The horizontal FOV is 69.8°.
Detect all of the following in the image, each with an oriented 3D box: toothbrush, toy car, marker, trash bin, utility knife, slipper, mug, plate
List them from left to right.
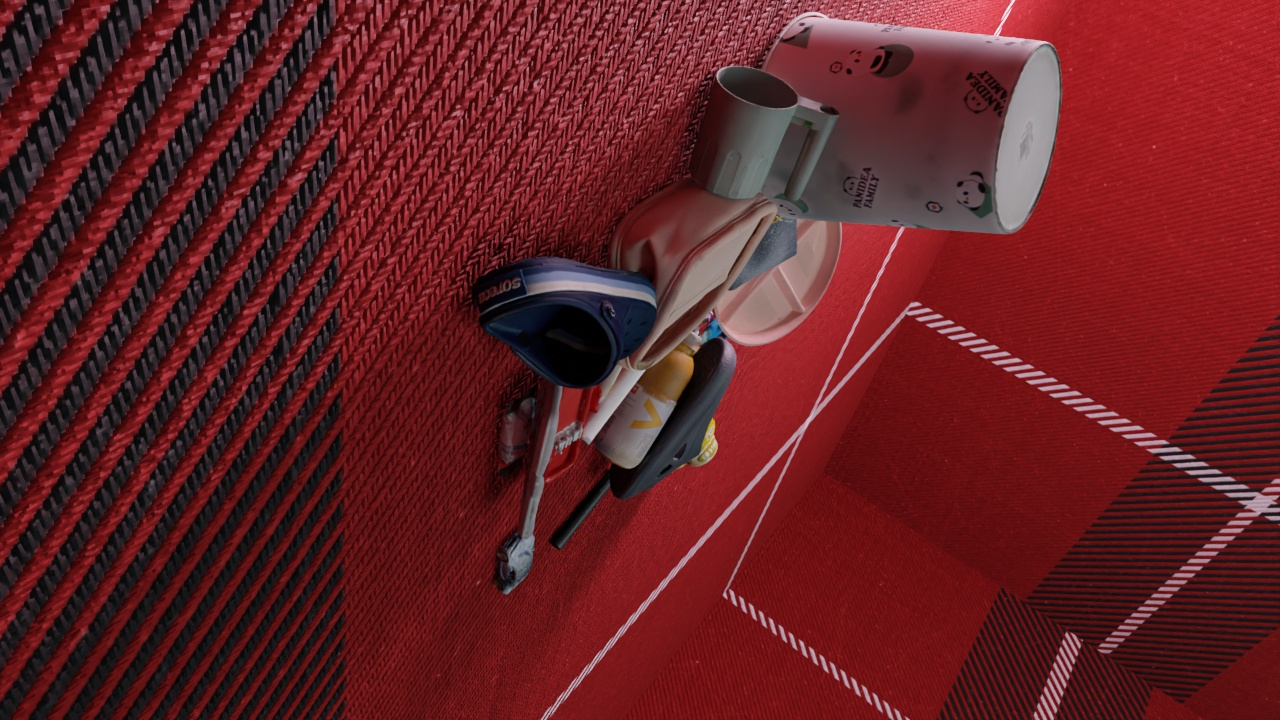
[{"bbox_3d":[-0.153,0.248,1.129,0.048,0.031,0.106,-41,155,-40],"label":"toy car"},{"bbox_3d":[-0.050,-0.026,0.792,0.105,0.095,0.252,-17,168,19],"label":"slipper"},{"bbox_3d":[-0.077,0.205,1.265,0.131,0.020,0.022,-50,171,-21],"label":"marker"},{"bbox_3d":[-0.007,-0.033,1.057,0.191,0.016,0.018,-62,169,13],"label":"toothbrush"},{"bbox_3d":[-0.007,0.006,1.104,0.220,0.026,0.027,-53,172,-11],"label":"toothbrush"},{"bbox_3d":[0.055,0.091,1.199,0.269,0.083,0.110,-53,-159,22],"label":"slipper"},{"bbox_3d":[0.067,0.004,1.291,0.029,0.021,0.190,-11,139,-26],"label":"toothbrush"},{"bbox_3d":[0.087,0.122,1.448,0.091,0.081,0.191,-50,163,-28],"label":"slipper"},{"bbox_3d":[0.104,-0.047,1.247,0.190,0.018,0.034,-38,153,-60],"label":"utility knife"},{"bbox_3d":[0.118,-0.217,0.903,0.083,0.124,0.104,-72,-179,-50],"label":"mug"},{"bbox_3d":[0.178,-0.127,1.223,0.229,0.028,0.230,-21,129,-29],"label":"plate"},{"bbox_3d":[0.281,-0.242,0.960,0.228,0.252,0.230,-25,122,-47],"label":"trash bin"}]

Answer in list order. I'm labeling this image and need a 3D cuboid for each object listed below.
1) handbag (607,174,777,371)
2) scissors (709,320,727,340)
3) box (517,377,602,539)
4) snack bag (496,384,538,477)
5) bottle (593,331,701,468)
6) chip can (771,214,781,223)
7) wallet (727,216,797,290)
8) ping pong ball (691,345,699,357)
[{"bbox_3d":[0.039,-0.077,0.983,0.192,0.093,0.235,-38,156,-41],"label":"handbag"},{"bbox_3d":[0.118,-0.028,1.381,0.176,0.012,0.162,-57,162,2],"label":"scissors"},{"bbox_3d":[-0.091,0.075,0.959,0.160,0.060,0.202,-61,171,-47],"label":"box"},{"bbox_3d":[-0.124,0.070,0.915,0.045,0.026,0.105,-34,149,-43],"label":"snack bag"},{"bbox_3d":[0.013,0.043,1.147,0.189,0.068,0.068,-59,161,5],"label":"bottle"},{"bbox_3d":[0.198,-0.250,1.128,0.212,0.072,0.072,-45,158,-34],"label":"chip can"},{"bbox_3d":[0.152,-0.152,1.152,0.120,0.019,0.097,-28,133,-26],"label":"wallet"},{"bbox_3d":[0.061,-0.010,1.224,0.040,0.040,0.040,-48,160,-25],"label":"ping pong ball"}]
